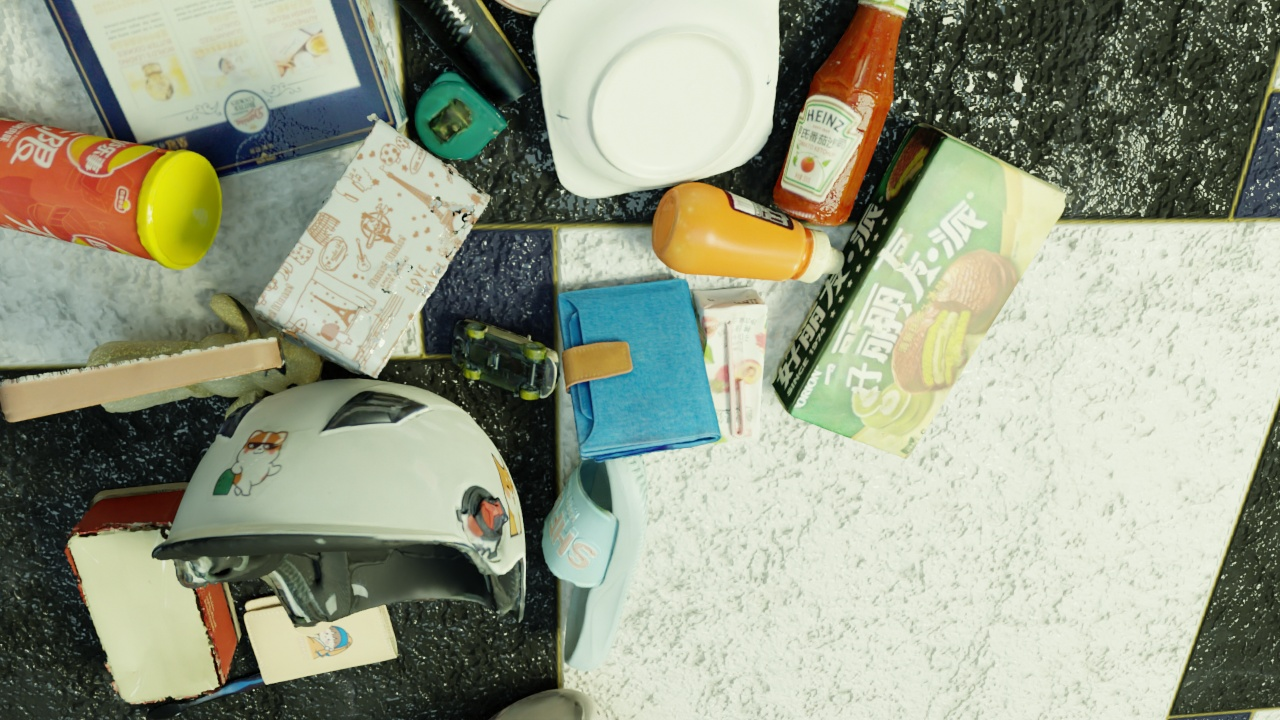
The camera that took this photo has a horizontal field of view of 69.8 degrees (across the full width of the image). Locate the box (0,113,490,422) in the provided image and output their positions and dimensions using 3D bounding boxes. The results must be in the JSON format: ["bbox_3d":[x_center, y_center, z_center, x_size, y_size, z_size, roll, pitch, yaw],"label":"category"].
[{"bbox_3d":[-0.222,-0.029,0.560,0.273,0.179,0.126,-36,103,-17],"label":"box"}]

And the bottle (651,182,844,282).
[{"bbox_3d":[0.085,-0.087,0.682,0.149,0.066,0.067,10,113,-20],"label":"bottle"}]

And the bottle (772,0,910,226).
[{"bbox_3d":[0.151,-0.197,0.638,0.059,0.059,0.206,12,112,-13],"label":"bottle"}]

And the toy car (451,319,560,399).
[{"bbox_3d":[-0.099,-0.003,0.686,0.090,0.035,0.042,20,119,21],"label":"toy car"}]

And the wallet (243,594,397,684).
[{"bbox_3d":[-0.277,0.232,0.793,0.115,0.024,0.087,-10,108,-3],"label":"wallet"}]

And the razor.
[{"bbox_3d":[-0.124,-0.228,0.579,0.062,0.067,0.167,-22,136,22],"label":"razor"}]

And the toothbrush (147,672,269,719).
[{"bbox_3d":[-0.345,0.285,0.817,0.189,0.016,0.014,-17,106,-3],"label":"toothbrush"}]

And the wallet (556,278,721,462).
[{"bbox_3d":[-0.004,0.004,0.678,0.106,0.133,0.040,-7,155,-6],"label":"wallet"}]

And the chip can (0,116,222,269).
[{"bbox_3d":[-0.374,-0.113,0.564,0.217,0.073,0.073,13,113,8],"label":"chip can"}]

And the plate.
[{"bbox_3d":[0.017,-0.174,0.610,0.163,0.034,0.164,-14,140,-5],"label":"plate"}]

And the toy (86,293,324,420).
[{"bbox_3d":[-0.310,0.005,0.663,0.157,0.066,0.105,-6,98,-13],"label":"toy"}]

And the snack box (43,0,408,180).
[{"bbox_3d":[-0.265,-0.214,0.581,0.178,0.045,0.183,-14,116,-1],"label":"snack box"}]

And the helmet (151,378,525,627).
[{"bbox_3d":[-0.191,0.092,0.646,0.230,0.156,0.274,-7,153,14],"label":"helmet"}]

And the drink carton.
[{"bbox_3d":[0.069,0.007,0.728,0.053,0.045,0.123,-4,115,-8],"label":"drink carton"}]

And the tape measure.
[{"bbox_3d":[-0.127,-0.166,0.633,0.054,0.025,0.058,-43,112,11],"label":"tape measure"}]

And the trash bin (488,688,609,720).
[{"bbox_3d":[-0.067,0.416,0.818,0.227,0.227,0.192,-25,103,3],"label":"trash bin"}]

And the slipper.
[{"bbox_3d":[-0.045,0.152,0.752,0.074,0.104,0.246,7,119,-9],"label":"slipper"}]

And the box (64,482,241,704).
[{"bbox_3d":[-0.387,0.191,0.730,0.091,0.079,0.168,-6,114,-6],"label":"box"}]

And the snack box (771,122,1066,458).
[{"bbox_3d":[0.209,-0.049,0.712,0.114,0.063,0.240,21,110,-15],"label":"snack box"}]

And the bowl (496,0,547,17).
[{"bbox_3d":[-0.061,-0.276,0.572,0.113,0.062,0.114,-4,115,-8],"label":"bowl"}]
